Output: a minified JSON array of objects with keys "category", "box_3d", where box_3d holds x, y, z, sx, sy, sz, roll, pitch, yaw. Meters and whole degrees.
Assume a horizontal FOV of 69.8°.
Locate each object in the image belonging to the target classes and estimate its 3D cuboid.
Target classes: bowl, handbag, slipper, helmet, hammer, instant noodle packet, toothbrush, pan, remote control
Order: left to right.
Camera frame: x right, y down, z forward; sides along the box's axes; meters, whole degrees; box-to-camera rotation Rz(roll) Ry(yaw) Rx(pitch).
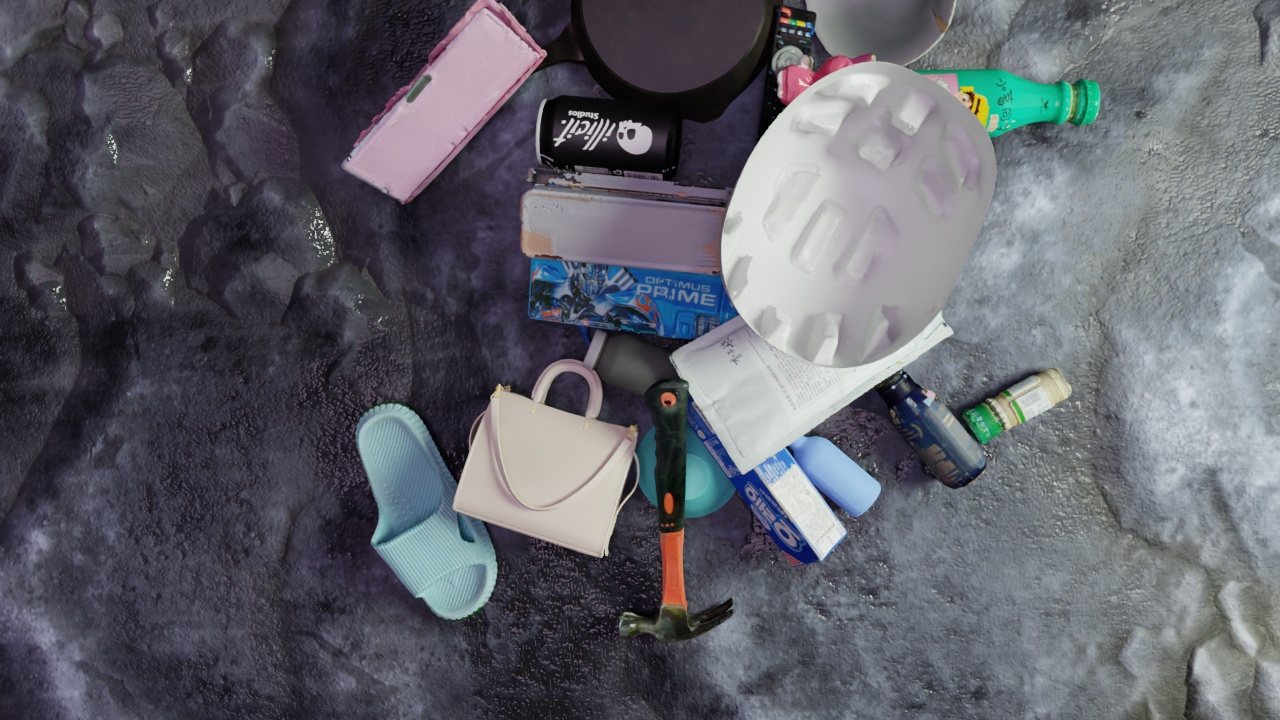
[{"category":"slipper","box_3d":[-0.255,0.179,1.066,0.116,0.069,0.276,-24,94,6]},{"category":"handbag","box_3d":[-0.093,0.097,1.029,0.194,0.101,0.198,17,88,3]},{"category":"toothbrush","box_3d":[-0.070,-0.048,1.039,0.021,0.016,0.132,-21,93,8]},{"category":"pan","box_3d":[-0.025,-0.355,0.974,0.356,0.043,0.249,-18,96,9]},{"category":"hammer","box_3d":[0.034,0.171,1.005,0.133,0.033,0.334,0,115,7]},{"category":"bowl","box_3d":[0.052,0.125,1.032,0.121,0.046,0.121,1,98,6]},{"category":"remote control","box_3d":[0.152,-0.298,0.968,0.045,0.021,0.140,4,103,-20]},{"category":"instant noodle packet","box_3d":[0.180,-0.012,0.964,0.269,0.057,0.147,-32,80,-3]},{"category":"helmet","box_3d":[0.193,-0.124,0.867,0.224,0.184,0.281,25,70,0]},{"category":"bowl","box_3d":[0.253,-0.380,0.922,0.174,0.067,0.174,25,126,39]}]

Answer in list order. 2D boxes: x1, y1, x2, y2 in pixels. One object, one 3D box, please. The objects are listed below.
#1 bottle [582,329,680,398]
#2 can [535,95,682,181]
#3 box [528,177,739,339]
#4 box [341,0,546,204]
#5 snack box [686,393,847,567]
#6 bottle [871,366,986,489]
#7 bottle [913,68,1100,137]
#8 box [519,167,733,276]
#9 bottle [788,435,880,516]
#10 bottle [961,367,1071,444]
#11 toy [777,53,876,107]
[{"category":"bottle","box_3d":[-0.006,0.006,1.010,0.108,0.060,0.060,22,100,-4]},{"category":"can","box_3d":[-0.032,-0.236,0.974,0.146,0.080,0.080,7,98,6]},{"category":"box","box_3d":[0.007,-0.112,0.989,0.243,0.063,0.174,8,95,2]},{"category":"box","box_3d":[-0.216,-0.272,0.964,0.233,0.098,0.099,-40,90,18]},{"category":"snack box","box_3d":[0.131,0.118,1.003,0.059,0.059,0.226,-36,90,-33]},{"category":"bottle","box_3d":[0.305,0.065,0.989,0.056,0.056,0.161,-40,92,10]},{"category":"bottle","box_3d":[0.350,-0.261,0.932,0.210,0.068,0.068,1,98,6]},{"category":"box","box_3d":[-0.013,-0.143,0.947,0.216,0.095,0.107,6,86,3]},{"category":"bottle","box_3d":[0.201,0.114,1.012,0.131,0.048,0.048,40,100,0]},{"category":"bottle","box_3d":[0.403,0.047,0.984,0.110,0.042,0.042,-30,94,8]},{"category":"toy","box_3d":[0.194,-0.285,0.951,0.102,0.050,0.065,2,111,13]}]
